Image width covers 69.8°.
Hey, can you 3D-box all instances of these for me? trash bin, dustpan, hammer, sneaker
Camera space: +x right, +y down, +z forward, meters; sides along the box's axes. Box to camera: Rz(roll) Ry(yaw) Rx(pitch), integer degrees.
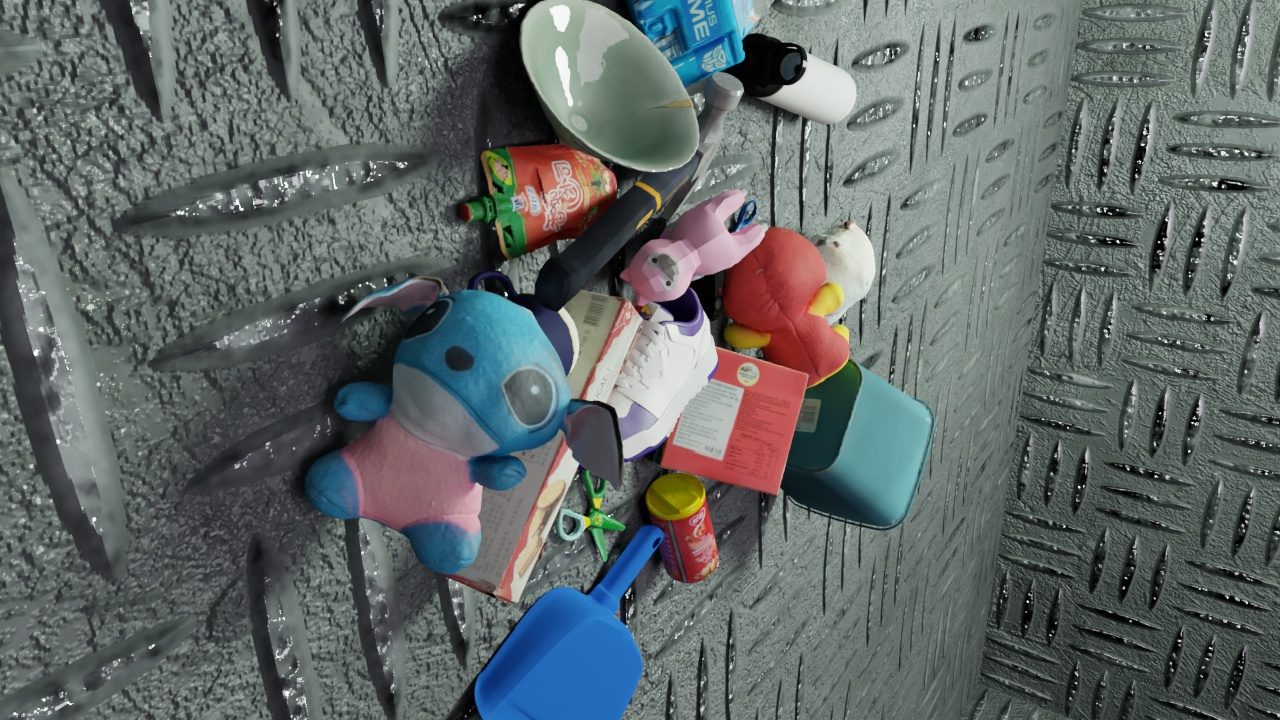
[{"bbox_3d":[0.253,0.097,1.227,0.218,0.197,0.199,33,73,-50],"label":"trash bin"},{"bbox_3d":[-0.042,0.288,0.956,0.257,0.059,0.246,-51,141,-18],"label":"dustpan"},{"bbox_3d":[-0.001,-0.140,0.799,0.311,0.035,0.140,-51,171,-47],"label":"hammer"},{"bbox_3d":[-0.005,0.005,0.880,0.243,0.092,0.111,-42,131,-45],"label":"sneaker"}]

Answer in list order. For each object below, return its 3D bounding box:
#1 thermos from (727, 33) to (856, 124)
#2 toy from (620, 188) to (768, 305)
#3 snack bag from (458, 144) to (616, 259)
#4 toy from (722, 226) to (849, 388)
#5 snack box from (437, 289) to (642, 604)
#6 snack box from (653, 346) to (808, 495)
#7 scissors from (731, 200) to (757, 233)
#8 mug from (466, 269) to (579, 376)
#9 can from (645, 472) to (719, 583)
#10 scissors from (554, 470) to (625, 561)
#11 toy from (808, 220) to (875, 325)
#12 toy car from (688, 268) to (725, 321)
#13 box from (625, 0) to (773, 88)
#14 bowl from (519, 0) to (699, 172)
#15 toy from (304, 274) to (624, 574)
[{"bbox_3d":[0.188,-0.316,1.039,0.229,0.101,0.068,-6,110,-55],"label":"thermos"},{"bbox_3d":[0.044,-0.105,0.891,0.157,0.123,0.067,-35,98,-21],"label":"toy"},{"bbox_3d":[-0.086,-0.133,0.753,0.154,0.044,0.087,-21,107,-45],"label":"snack bag"},{"bbox_3d":[0.168,-0.059,1.068,0.147,0.098,0.216,-33,124,-1],"label":"toy"},{"bbox_3d":[-0.085,0.067,0.789,0.272,0.077,0.044,-67,150,-15],"label":"snack box"},{"bbox_3d":[0.101,0.064,1.028,0.040,0.142,0.145,-174,-81,-78],"label":"snack box"},{"bbox_3d":[0.100,-0.143,1.056,0.134,0.016,0.083,-25,126,-46],"label":"scissors"},{"bbox_3d":[-0.100,-0.022,0.729,0.089,0.086,0.112,-33,116,-50],"label":"mug"},{"bbox_3d":[0.049,0.193,1.051,0.066,0.067,0.124,-48,138,-37],"label":"can"},{"bbox_3d":[-0.052,0.169,0.938,0.107,0.012,0.132,-42,133,-40],"label":"scissors"},{"bbox_3d":[0.259,-0.103,1.242,0.138,0.101,0.180,-46,156,-21],"label":"toy"},{"bbox_3d":[0.073,-0.088,1.001,0.036,0.042,0.092,-32,127,-45],"label":"toy car"},{"bbox_3d":[0.052,-0.375,0.798,0.175,0.060,0.244,-39,137,-14],"label":"box"},{"bbox_3d":[-0.037,-0.207,0.755,0.174,0.068,0.174,22,51,-30],"label":"bowl"},{"bbox_3d":[-0.122,0.051,0.633,0.191,0.224,0.099,-58,176,6],"label":"toy"}]
